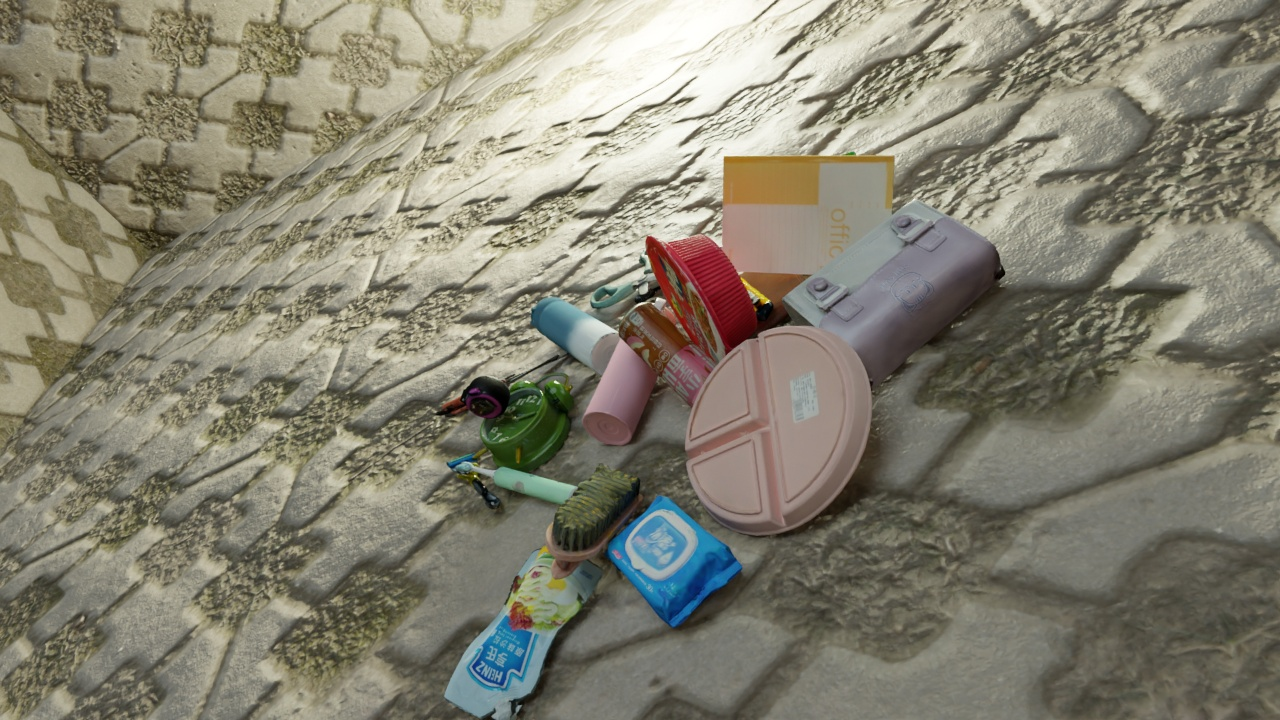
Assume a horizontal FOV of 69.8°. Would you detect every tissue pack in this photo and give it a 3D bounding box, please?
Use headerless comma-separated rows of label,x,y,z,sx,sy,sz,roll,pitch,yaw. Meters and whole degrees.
tissue pack,0.027,0.196,0.924,0.095,0.052,0.157,-42,34,-10

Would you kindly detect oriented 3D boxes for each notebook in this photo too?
notebook,0.199,-0.175,1.112,0.206,0.146,0.010,5,16,20

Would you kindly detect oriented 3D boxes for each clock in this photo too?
clock,-0.149,0.078,1.226,0.116,0.056,0.160,0,46,41

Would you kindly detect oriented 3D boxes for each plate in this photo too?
plate,0.131,0.065,0.945,0.230,0.028,0.229,-26,50,35

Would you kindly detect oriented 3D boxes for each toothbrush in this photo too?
toothbrush,0.072,-0.134,1.326,0.189,0.018,0.014,-31,76,6
toothbrush,-0.155,0.151,1.152,0.225,0.026,0.027,8,18,41

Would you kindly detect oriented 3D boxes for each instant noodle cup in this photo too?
instant noodle cup,0.080,-0.078,1.099,0.066,0.194,0.194,-29,33,-6

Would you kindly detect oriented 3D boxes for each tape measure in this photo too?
tape measure,-0.202,0.050,1.202,0.058,0.057,0.039,-31,33,37

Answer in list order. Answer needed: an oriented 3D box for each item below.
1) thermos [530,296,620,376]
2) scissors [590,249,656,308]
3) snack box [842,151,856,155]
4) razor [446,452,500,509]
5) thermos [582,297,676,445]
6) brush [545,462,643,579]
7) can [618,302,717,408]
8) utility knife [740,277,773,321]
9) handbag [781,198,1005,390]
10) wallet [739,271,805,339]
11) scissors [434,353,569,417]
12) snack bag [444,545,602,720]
thermos,-0.089,-0.040,1.312,0.070,0.070,0.220,-42,33,-10
scissors,0.003,-0.131,1.363,0.173,0.019,0.178,-10,33,53
snack box,0.245,-0.202,1.170,0.118,0.117,0.105,-15,34,24
razor,-0.213,0.163,1.210,0.042,0.022,0.143,-22,28,-22
thermos,-0.007,0.007,1.164,0.067,0.087,0.198,23,54,3
brush,-0.053,0.172,0.973,0.063,0.073,0.145,21,29,16
can,0.040,-0.005,1.095,0.058,0.058,0.147,-42,67,-9
utility knife,0.127,-0.087,1.171,0.033,0.015,0.154,-39,33,0
handbag,0.275,-0.076,1.007,0.197,0.098,0.145,-38,39,-3
wallet,0.162,-0.084,1.174,0.101,0.032,0.124,-34,33,8
scissors,-0.201,0.037,1.311,0.222,0.015,0.189,-25,-2,-27
snack bag,-0.123,0.286,0.964,0.110,0.039,0.190,13,57,36
